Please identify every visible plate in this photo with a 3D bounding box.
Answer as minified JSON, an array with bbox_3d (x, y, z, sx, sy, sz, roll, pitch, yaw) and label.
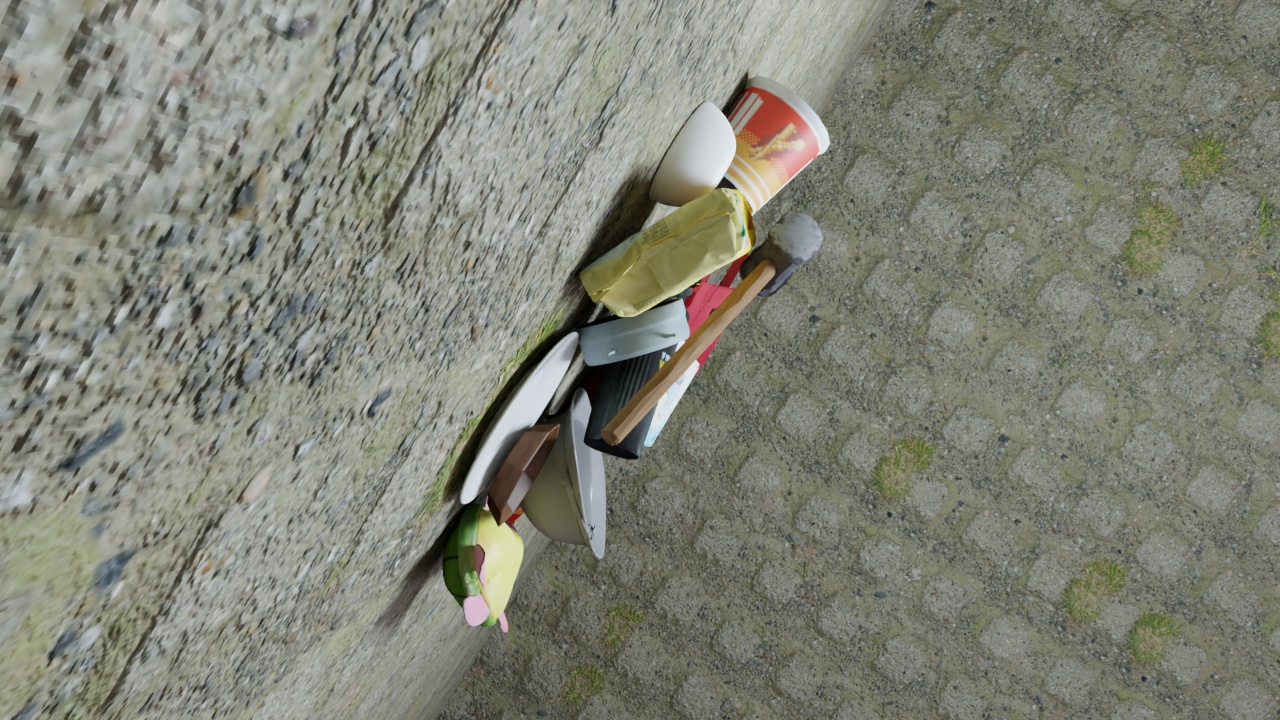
[{"bbox_3d":[-0.133,0.121,1.022,0.131,0.025,0.131,-60,175,-8],"label":"plate"},{"bbox_3d":[-0.128,0.056,0.942,0.208,0.015,0.209,-57,176,-7],"label":"plate"}]

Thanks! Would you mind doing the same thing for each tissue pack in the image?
[{"bbox_3d":[0.010,0.035,1.298,0.181,0.070,0.112,-59,146,-24],"label":"tissue pack"}]

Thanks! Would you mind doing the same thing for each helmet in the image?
[{"bbox_3d":[-0.114,0.151,1.182,0.272,0.118,0.183,79,8,-48],"label":"helmet"}]

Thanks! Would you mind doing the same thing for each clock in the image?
[{"bbox_3d":[-0.009,-0.032,1.013,0.122,0.045,0.159,-16,-175,-4],"label":"clock"}]

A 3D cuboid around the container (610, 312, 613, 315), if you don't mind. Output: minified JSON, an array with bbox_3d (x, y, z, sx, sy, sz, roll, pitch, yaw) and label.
[{"bbox_3d":[-0.012,-0.053,1.237,0.129,0.049,0.081,-55,176,-22],"label":"container"}]

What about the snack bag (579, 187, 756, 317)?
[{"bbox_3d":[0.042,-0.108,0.926,0.160,0.068,0.247,-31,-178,15],"label":"snack bag"}]

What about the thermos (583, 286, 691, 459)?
[{"bbox_3d":[-0.007,0.007,1.127,0.098,0.098,0.220,109,-2,-74],"label":"thermos"}]

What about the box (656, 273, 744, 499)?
[{"bbox_3d":[0.081,0.013,1.628,0.215,0.171,0.478,-60,-147,26],"label":"box"}]

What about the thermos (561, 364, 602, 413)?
[{"bbox_3d":[-0.044,0.042,1.352,0.198,0.084,0.108,-58,178,-22],"label":"thermos"}]

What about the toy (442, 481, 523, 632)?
[{"bbox_3d":[-0.184,0.233,1.077,0.238,0.087,0.190,-115,-161,-82],"label":"toy"}]

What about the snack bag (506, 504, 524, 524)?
[{"bbox_3d":[-0.159,0.172,1.297,0.130,0.039,0.144,-54,169,-32],"label":"snack bag"}]

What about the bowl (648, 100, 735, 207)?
[{"bbox_3d":[0.060,-0.202,0.940,0.114,0.050,0.115,-57,176,-6],"label":"bowl"}]

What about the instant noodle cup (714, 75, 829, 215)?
[{"bbox_3d":[0.137,-0.248,1.093,0.121,0.123,0.123,-49,175,-4],"label":"instant noodle cup"}]

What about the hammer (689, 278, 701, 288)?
[{"bbox_3d":[0.092,-0.209,1.279,0.123,0.036,0.322,-20,147,-41],"label":"hammer"}]

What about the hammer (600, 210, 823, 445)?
[{"bbox_3d":[0.072,-0.033,0.932,0.327,0.052,0.098,-46,177,-27],"label":"hammer"}]
